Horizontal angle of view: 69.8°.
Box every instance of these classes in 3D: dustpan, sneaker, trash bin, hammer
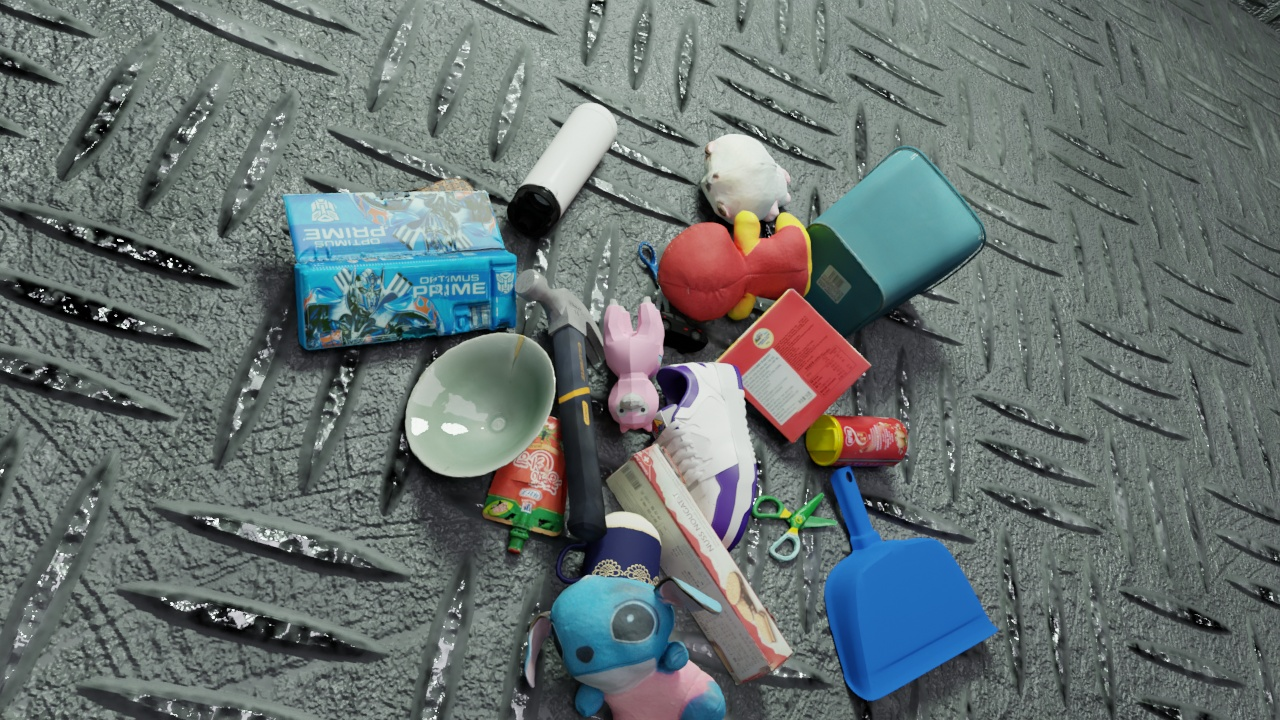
[{"bbox_3d":[0.309,0.254,1.150,0.245,0.060,0.257,-12,80,-33],"label":"dustpan"},{"bbox_3d":[0.065,0.104,1.085,0.111,0.092,0.243,11,57,-20],"label":"sneaker"},{"bbox_3d":[0.332,-0.156,1.320,0.218,0.197,0.199,-34,82,-31],"label":"trash bin"},{"bbox_3d":[-0.076,0.050,1.016,0.139,0.035,0.311,36,36,-45],"label":"hammer"}]

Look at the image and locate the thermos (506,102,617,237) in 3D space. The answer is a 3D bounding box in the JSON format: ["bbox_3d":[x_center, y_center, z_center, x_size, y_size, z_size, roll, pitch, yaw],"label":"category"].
[{"bbox_3d":[-0.095,-0.256,1.191,0.068,0.102,0.229,35,53,-11],"label":"thermos"}]

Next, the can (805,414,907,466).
[{"bbox_3d":[0.287,0.107,1.215,0.124,0.067,0.066,4,62,-27],"label":"can"}]

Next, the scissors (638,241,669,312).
[{"bbox_3d":[0.020,-0.102,1.225,0.083,0.016,0.134,23,59,-21],"label":"scissors"}]

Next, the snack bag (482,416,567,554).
[{"bbox_3d":[-0.118,0.137,1.001,0.087,0.044,0.154,17,62,-5],"label":"snack bag"}]

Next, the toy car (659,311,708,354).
[{"bbox_3d":[0.043,-0.038,1.179,0.091,0.042,0.036,18,59,-19],"label":"toy car"}]

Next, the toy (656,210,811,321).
[{"bbox_3d":[0.126,-0.120,1.208,0.216,0.099,0.147,-11,104,-20],"label":"toy"}]

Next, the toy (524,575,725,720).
[{"bbox_3d":[0.001,0.288,0.888,0.191,0.224,0.098,58,23,-12],"label":"toy"}]

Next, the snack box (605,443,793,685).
[{"bbox_3d":[0.064,0.225,1.022,0.044,0.077,0.273,-25,77,-40],"label":"snack box"}]

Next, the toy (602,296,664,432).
[{"bbox_3d":[-0.006,0.006,1.085,0.067,0.123,0.157,-3,83,6],"label":"toy"}]

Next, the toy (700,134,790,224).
[{"bbox_3d":[0.164,-0.263,1.344,0.179,0.102,0.138,-2,76,-49],"label":"toy"}]

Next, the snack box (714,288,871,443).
[{"bbox_3d":[0.194,0.006,1.185,0.145,0.143,0.040,44,7,0],"label":"snack box"}]

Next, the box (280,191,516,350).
[{"bbox_3d":[-0.257,-0.109,1.012,0.243,0.060,0.175,-8,89,-32],"label":"box"}]

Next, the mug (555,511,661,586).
[{"bbox_3d":[-0.032,0.210,0.975,0.112,0.086,0.089,13,55,-8],"label":"mug"}]

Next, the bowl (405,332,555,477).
[{"bbox_3d":[-0.160,0.059,0.991,0.174,0.068,0.174,-9,56,12],"label":"bowl"}]

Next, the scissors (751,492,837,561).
[{"bbox_3d":[0.198,0.208,1.144,0.131,0.012,0.108,9,61,-23],"label":"scissors"}]

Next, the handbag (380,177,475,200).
[{"bbox_3d":[-0.274,-0.154,1.073,0.195,0.043,0.093,-19,79,-34],"label":"handbag"}]
